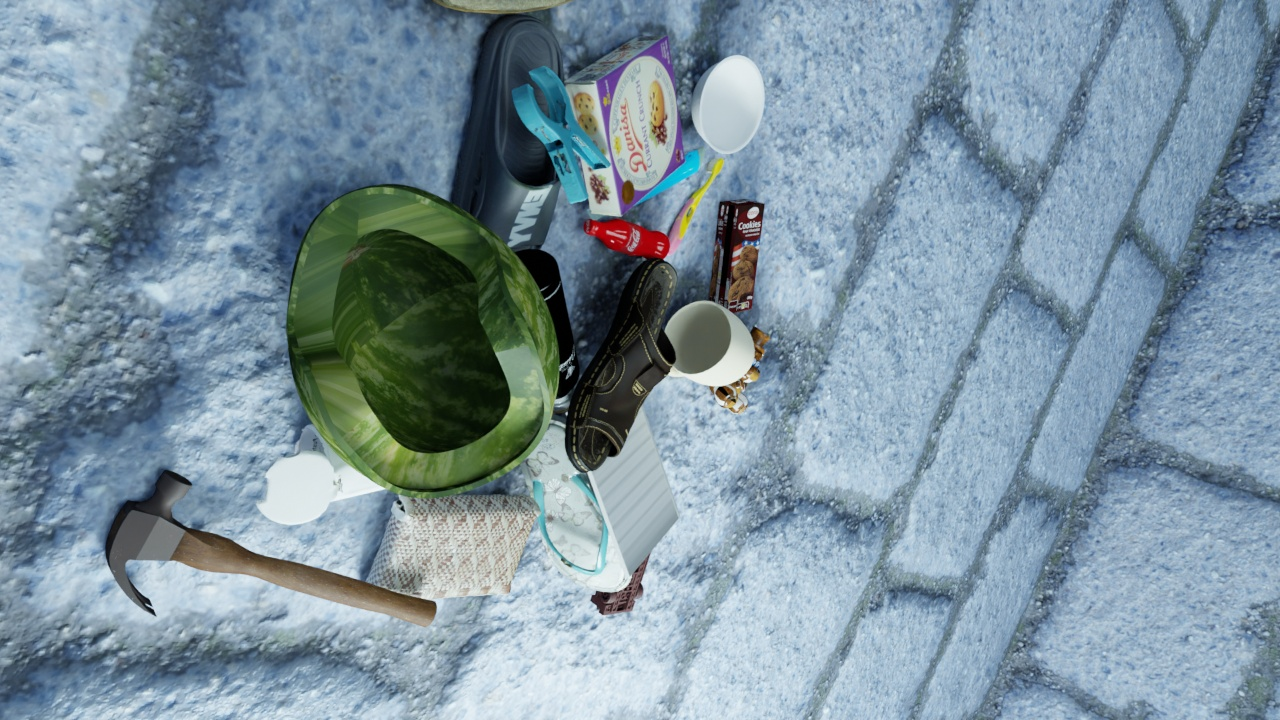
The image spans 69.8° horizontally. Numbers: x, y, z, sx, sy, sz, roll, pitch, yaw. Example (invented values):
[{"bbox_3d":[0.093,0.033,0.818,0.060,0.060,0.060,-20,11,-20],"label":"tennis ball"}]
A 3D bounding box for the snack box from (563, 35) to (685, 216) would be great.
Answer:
[{"bbox_3d":[-0.012,-0.248,0.964,0.147,0.041,0.143,-48,138,-42],"label":"snack box"}]

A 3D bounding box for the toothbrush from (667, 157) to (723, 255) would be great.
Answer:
[{"bbox_3d":[0.063,-0.188,1.115,0.021,0.016,0.135,31,87,-49],"label":"toothbrush"}]

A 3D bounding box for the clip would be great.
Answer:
[{"bbox_3d":[-0.081,-0.204,0.854,0.113,0.028,0.127,-54,127,-46],"label":"clip"}]

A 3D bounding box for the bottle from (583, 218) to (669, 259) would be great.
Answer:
[{"bbox_3d":[-0.017,-0.139,1.039,0.118,0.036,0.036,9,101,-46],"label":"bottle"}]

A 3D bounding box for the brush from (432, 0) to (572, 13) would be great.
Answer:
[{"bbox_3d":[-0.109,-0.352,0.845,0.194,0.043,0.059,-21,122,-36],"label":"brush"}]

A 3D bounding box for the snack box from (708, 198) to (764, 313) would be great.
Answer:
[{"bbox_3d":[0.123,-0.134,1.185,0.050,0.032,0.141,-14,117,-41],"label":"snack box"}]

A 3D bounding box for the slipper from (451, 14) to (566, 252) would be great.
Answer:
[{"bbox_3d":[-0.110,-0.193,0.890,0.110,0.083,0.268,-5,110,-46],"label":"slipper"}]

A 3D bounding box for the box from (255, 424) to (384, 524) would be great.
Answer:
[{"bbox_3d":[-0.280,0.093,0.845,0.165,0.092,0.083,-10,126,-39],"label":"box"}]

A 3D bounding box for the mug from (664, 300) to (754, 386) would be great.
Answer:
[{"bbox_3d":[0.084,-0.011,1.164,0.120,0.096,0.099,-30,153,21],"label":"mug"}]

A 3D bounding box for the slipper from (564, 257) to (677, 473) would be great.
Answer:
[{"bbox_3d":[-0.006,0.006,1.022,0.267,0.076,0.113,-66,148,-20],"label":"slipper"}]

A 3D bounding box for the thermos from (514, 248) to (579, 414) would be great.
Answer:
[{"bbox_3d":[-0.100,-0.015,0.969,0.061,0.061,0.232,-41,149,-24],"label":"thermos"}]

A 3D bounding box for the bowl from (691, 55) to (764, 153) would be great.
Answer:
[{"bbox_3d":[0.093,-0.300,1.071,0.109,0.040,0.110,-20,121,-38],"label":"bowl"}]

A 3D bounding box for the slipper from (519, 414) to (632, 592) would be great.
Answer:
[{"bbox_3d":[-0.085,0.185,1.074,0.054,0.098,0.269,-82,154,-60],"label":"slipper"}]

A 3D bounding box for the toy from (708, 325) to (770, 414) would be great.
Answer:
[{"bbox_3d":[0.135,0.010,1.240,0.112,0.067,0.087,-53,153,5],"label":"toy"}]

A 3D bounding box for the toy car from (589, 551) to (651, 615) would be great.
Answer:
[{"bbox_3d":[-0.021,0.240,1.189,0.070,0.062,0.170,7,104,-46],"label":"toy car"}]

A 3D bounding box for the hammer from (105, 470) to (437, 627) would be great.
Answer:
[{"bbox_3d":[-0.329,0.203,0.861,0.322,0.033,0.115,31,85,-39],"label":"hammer"}]

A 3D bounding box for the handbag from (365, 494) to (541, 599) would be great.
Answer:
[{"bbox_3d":[-0.204,0.202,1.003,0.185,0.047,0.124,9,107,-45],"label":"handbag"}]

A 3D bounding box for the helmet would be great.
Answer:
[{"bbox_3d":[-0.185,-0.017,0.781,0.213,0.247,0.243,-27,148,-7],"label":"helmet"}]

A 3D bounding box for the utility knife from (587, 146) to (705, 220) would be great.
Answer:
[{"bbox_3d":[0.010,-0.200,1.043,0.204,0.015,0.031,-35,132,-39],"label":"utility knife"}]

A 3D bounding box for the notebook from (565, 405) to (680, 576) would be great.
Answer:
[{"bbox_3d":[-0.015,0.129,1.097,0.142,0.009,0.210,-38,114,-55],"label":"notebook"}]
